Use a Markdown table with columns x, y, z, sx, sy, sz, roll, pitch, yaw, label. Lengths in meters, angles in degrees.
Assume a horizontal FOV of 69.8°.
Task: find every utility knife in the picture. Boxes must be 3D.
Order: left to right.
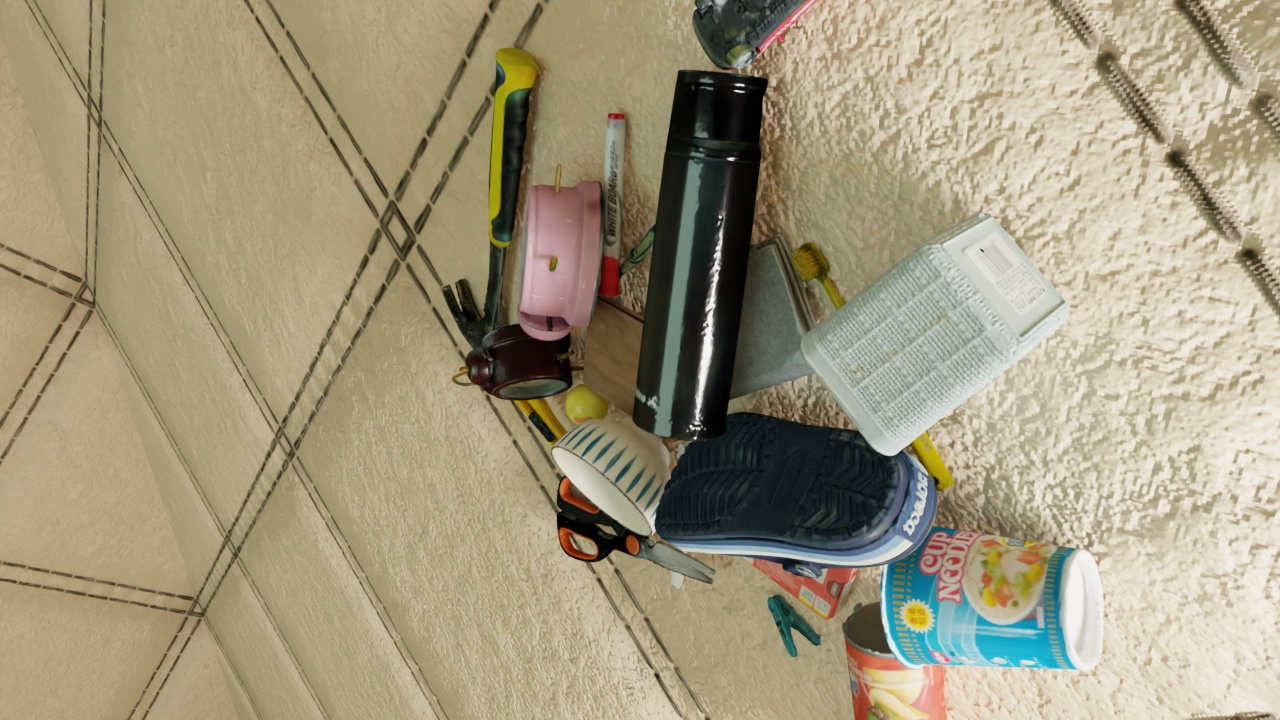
| x | y | z | sx | sy | sz | roll | pitch | yaw | label |
| --- | --- | --- | --- | --- | --- | --- | --- | --- | --- |
| -0.077 | 0.079 | 0.890 | 0.176 | 0.015 | 0.033 | 50 | 136 | 7 | utility knife |

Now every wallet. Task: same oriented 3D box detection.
| x | y | z | sx | sy | sz | roll | pitch | yaw | label |
| --- | --- | --- | --- | --- | --- | --- | --- | --- | --- |
| -0.005 | 0.005 | 0.788 | 0.115 | 0.020 | 0.101 | 29 | 133 | 29 | wallet |
| 0.069 | -0.027 | 0.679 | 0.130 | 0.036 | 0.106 | -22 | 82 | 44 | wallet |

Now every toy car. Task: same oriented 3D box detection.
| x | y | z | sx | sy | sz | roll | pitch | yaw | label |
| --- | --- | --- | --- | --- | --- | --- | --- | --- | --- |
| 0.081 | -0.223 | 0.548 | 0.121 | 0.045 | 0.053 | -31 | 85 | 47 | toy car |

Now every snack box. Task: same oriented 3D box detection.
| x | y | z | sx | sy | sz | roll | pitch | yaw | label |
| --- | --- | --- | --- | --- | --- | --- | --- | --- | --- |
| 0.106 | 0.137 | 0.745 | 0.153 | 0.025 | 0.075 | 33 | 132 | 32 | snack box |

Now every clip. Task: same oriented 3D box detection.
| x | y | z | sx | sy | sz | roll | pitch | yaw | label |
| --- | --- | --- | --- | --- | --- | --- | --- | --- | --- |
| 0.126 | 0.223 | 0.777 | 0.055 | 0.034 | 0.013 | 52 | 139 | 29 | clip |

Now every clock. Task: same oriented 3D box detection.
| x | y | z | sx | sy | sz | roll | pitch | yaw | label |
| --- | --- | --- | --- | --- | --- | --- | --- | --- | --- |
| -0.115 | 0.004 | 0.848 | 0.082 | 0.122 | 0.055 | 58 | -159 | -73 | clock |
| -0.069 | -0.080 | 0.752 | 0.159 | 0.060 | 0.117 | 114 | 157 | -67 | clock |

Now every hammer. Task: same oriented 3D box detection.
| x | y | z | sx | sy | sz | roll | pitch | yaw | label |
| --- | --- | --- | --- | --- | --- | --- | --- | --- | --- |
| -0.133 | -0.130 | 0.855 | 0.126 | 0.031 | 0.324 | 38 | 135 | 27 | hammer |

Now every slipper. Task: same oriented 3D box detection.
| x | y | z | sx | sy | sz | roll | pitch | yaw | label |
| --- | --- | --- | --- | --- | --- | --- | --- | --- | --- |
| 0.110 | 0.099 | 0.651 | 0.095 | 0.105 | 0.253 | 35 | 157 | -24 | slipper |

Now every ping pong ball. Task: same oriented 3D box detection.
| x | y | z | sx | sy | sz | roll | pitch | yaw | label |
| --- | --- | --- | --- | --- | --- | --- | --- | --- | --- |
| -0.050 | 0.041 | 0.853 | 0.040 | 0.040 | 0.040 | 26 | 129 | 37 | ping pong ball |

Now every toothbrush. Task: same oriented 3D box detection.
| x | y | z | sx | sy | sz | roll | pitch | yaw | label |
| --- | --- | --- | --- | --- | --- | --- | --- | --- | --- |
| -0.003 | -0.087 | 0.744 | 0.016 | 0.018 | 0.192 | 57 | 143 | 6 | toothbrush |
| 0.037 | 0.144 | 0.835 | 0.016 | 0.016 | 0.180 | 35 | 135 | 39 | toothbrush |
| 0.155 | 0.004 | 0.619 | 0.016 | 0.016 | 0.190 | -34 | 84 | 52 | toothbrush |

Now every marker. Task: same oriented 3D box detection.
| x | y | z | sx | sy | sz | roll | pitch | yaw | label |
| --- | --- | --- | --- | --- | --- | --- | --- | --- | --- |
| -0.022 | -0.122 | 0.731 | 0.017 | 0.017 | 0.145 | 22 | 118 | 40 | marker |

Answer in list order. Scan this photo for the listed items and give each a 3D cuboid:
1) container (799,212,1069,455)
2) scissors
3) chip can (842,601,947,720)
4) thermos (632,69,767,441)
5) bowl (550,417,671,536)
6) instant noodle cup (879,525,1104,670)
| x | y | z | sx | sy | sz | roll | pitch | yaw | label |
| --- | --- | --- | --- | --- | --- | --- | --- | --- | --- |
| 0.172 | -0.017 | 0.533 | 0.090 | 0.089 | 0.112 | 54 | 138 | 10 | container |
| -0.010 | 0.187 | 0.891 | 0.235 | 0.021 | 0.140 | 39 | 124 | 38 | scissors |
| 0.199 | 0.288 | 0.692 | 0.073 | 0.073 | 0.217 | 11 | 119 | 45 | chip can |
| 0.038 | -0.073 | 0.636 | 0.090 | 0.068 | 0.243 | -135 | 50 | -67 | thermos |
| -0.015 | 0.093 | 0.810 | 0.116 | 0.066 | 0.117 | 36 | 160 | 15 | bowl |
| 0.223 | 0.150 | 0.575 | 0.110 | 0.099 | 0.099 | -7 | 106 | 42 | instant noodle cup |
